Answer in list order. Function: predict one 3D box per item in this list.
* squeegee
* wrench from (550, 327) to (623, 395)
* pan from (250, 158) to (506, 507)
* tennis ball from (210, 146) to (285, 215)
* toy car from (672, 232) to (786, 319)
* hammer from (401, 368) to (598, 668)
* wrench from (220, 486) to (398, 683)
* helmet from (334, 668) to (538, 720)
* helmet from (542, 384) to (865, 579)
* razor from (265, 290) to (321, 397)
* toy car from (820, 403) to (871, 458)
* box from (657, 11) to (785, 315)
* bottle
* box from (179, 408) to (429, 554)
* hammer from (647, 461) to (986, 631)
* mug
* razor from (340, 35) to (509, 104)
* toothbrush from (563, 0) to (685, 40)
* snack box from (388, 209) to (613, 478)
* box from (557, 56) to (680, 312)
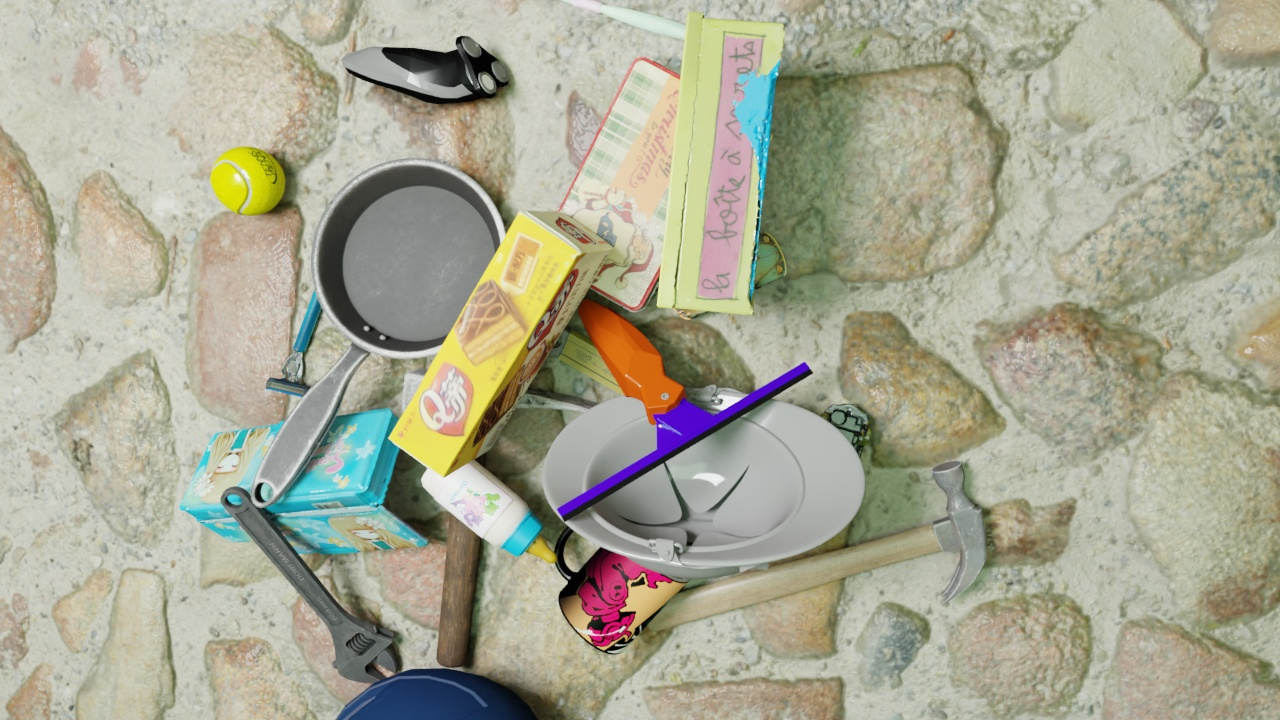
[{"bbox_3d":[-0.005,0.005,0.812,0.249,0.055,0.184,-30,52,-13],"label":"squeegee"},{"bbox_3d":[0.022,0.042,0.865,0.273,0.018,0.084,29,106,5],"label":"wrench"},{"bbox_3d":[-0.256,-0.021,0.855,0.187,0.055,0.357,29,89,7],"label":"pan"},{"bbox_3d":[-0.378,-0.173,0.884,0.065,0.065,0.065,1,98,10],"label":"tennis ball"},{"bbox_3d":[0.075,-0.075,0.826,0.112,0.047,0.047,-25,89,12],"label":"toy car"},{"bbox_3d":[-0.136,0.167,0.903,0.218,0.037,0.301,9,100,9],"label":"hammer"},{"bbox_3d":[-0.322,0.226,0.900,0.073,0.018,0.273,-23,118,8],"label":"wrench"},{"bbox_3d":[-0.213,0.408,0.852,0.272,0.232,0.223,-29,53,-8],"label":"helmet"},{"bbox_3d":[0.055,0.127,0.801,0.271,0.182,0.118,5,138,16],"label":"helmet"},{"bbox_3d":[-0.333,-0.034,0.919,0.042,0.022,0.144,18,98,-31],"label":"razor"},{"bbox_3d":[0.177,0.090,0.839,0.049,0.030,0.107,19,93,8],"label":"toy car"},{"bbox_3d":[0.064,-0.151,0.733,0.081,0.124,0.221,5,100,6],"label":"box"},{"bbox_3d":[-0.135,0.141,0.853,0.146,0.051,0.051,39,102,2],"label":"bottle"},{"bbox_3d":[-0.321,0.130,0.916,0.227,0.097,0.121,-8,140,21],"label":"box"},{"bbox_3d":[0.157,0.199,0.859,0.331,0.030,0.119,-19,94,11],"label":"hammer"},{"bbox_3d":[-0.028,0.200,0.867,0.118,0.081,0.098,43,102,11],"label":"mug"},{"bbox_3d":[-0.203,-0.267,0.848,0.156,0.057,0.060,4,127,18],"label":"razor"},{"bbox_3d":[-0.019,-0.314,0.827,0.155,0.015,0.022,20,69,7],"label":"toothbrush"},{"bbox_3d":[-0.119,-0.017,0.793,0.061,0.110,0.230,34,104,6],"label":"snack box"},{"bbox_3d":[0.001,-0.156,0.829,0.117,0.049,0.206,31,101,4],"label":"box"}]
